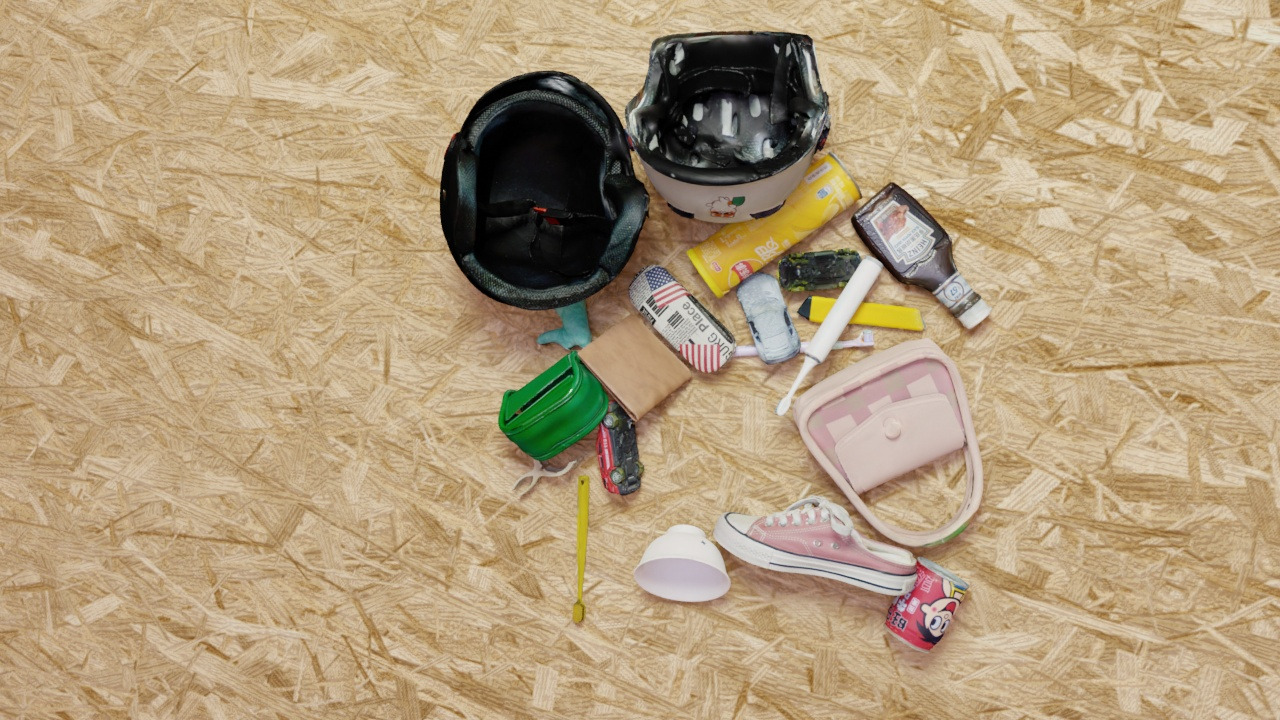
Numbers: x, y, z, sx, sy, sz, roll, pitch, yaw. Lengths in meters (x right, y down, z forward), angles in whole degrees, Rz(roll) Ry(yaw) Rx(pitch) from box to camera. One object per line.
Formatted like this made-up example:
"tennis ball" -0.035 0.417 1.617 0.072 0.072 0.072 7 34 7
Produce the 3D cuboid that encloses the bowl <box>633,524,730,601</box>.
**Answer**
"bowl" 0.054 0.243 1.132 0.118 0.118 0.064 1 50 11

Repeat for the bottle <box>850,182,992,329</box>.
"bottle" 0.340 -0.121 1.099 0.080 0.044 0.195 -41 83 5

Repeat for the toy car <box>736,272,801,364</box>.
"toy car" 0.157 -0.053 1.128 0.054 0.037 0.120 -21 69 9

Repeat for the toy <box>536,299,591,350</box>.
"toy" -0.094 -0.055 1.190 0.097 0.030 0.092 -13 84 16

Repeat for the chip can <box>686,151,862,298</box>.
"chip can" 0.161 -0.165 1.120 0.213 0.072 0.072 -35 83 9

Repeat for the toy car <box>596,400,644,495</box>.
"toy car" -0.030 0.110 1.163 0.045 0.052 0.120 -3 93 35

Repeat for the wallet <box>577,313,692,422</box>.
"wallet" -0.007 0.007 1.150 0.101 0.020 0.115 -36 78 -29

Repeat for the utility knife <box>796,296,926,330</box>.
"utility knife" 0.271 -0.055 1.125 0.156 0.015 0.033 8 97 10

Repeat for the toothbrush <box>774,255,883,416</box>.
"toothbrush" 0.222 -0.027 1.097 0.027 0.026 0.221 34 86 -8

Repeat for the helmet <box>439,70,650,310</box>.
"helmet" -0.125 -0.194 1.098 0.233 0.230 0.274 9 86 -19

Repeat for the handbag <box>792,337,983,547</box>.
"handbag" 0.308 0.108 1.089 0.193 0.093 0.234 -26 91 11

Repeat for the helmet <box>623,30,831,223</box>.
"helmet" 0.102 -0.256 1.071 0.230 0.157 0.273 0 58 8

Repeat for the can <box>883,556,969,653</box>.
"can" 0.335 0.289 1.081 0.066 0.066 0.094 28 95 10

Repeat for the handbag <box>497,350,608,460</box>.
"handbag" -0.110 0.053 1.155 0.131 0.120 0.068 -33 122 13

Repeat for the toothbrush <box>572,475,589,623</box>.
"toothbrush" -0.077 0.245 1.188 0.016 0.016 0.190 2 90 10

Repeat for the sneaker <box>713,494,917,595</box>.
"sneaker" 0.207 0.203 1.083 0.241 0.118 0.088 11 103 19

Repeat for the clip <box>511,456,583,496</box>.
"clip" -0.128 0.127 1.193 0.102 0.035 0.095 -17 90 18

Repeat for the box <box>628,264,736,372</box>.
"box" 0.053 -0.053 1.156 0.069 0.052 0.164 -42 78 -1

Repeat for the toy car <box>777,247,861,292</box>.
"toy car" 0.220 -0.110 1.128 0.105 0.032 0.048 -6 93 -1

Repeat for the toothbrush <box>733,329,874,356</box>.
"toothbrush" 0.192 -0.018 1.138 0.189 0.029 0.021 -5 126 12
